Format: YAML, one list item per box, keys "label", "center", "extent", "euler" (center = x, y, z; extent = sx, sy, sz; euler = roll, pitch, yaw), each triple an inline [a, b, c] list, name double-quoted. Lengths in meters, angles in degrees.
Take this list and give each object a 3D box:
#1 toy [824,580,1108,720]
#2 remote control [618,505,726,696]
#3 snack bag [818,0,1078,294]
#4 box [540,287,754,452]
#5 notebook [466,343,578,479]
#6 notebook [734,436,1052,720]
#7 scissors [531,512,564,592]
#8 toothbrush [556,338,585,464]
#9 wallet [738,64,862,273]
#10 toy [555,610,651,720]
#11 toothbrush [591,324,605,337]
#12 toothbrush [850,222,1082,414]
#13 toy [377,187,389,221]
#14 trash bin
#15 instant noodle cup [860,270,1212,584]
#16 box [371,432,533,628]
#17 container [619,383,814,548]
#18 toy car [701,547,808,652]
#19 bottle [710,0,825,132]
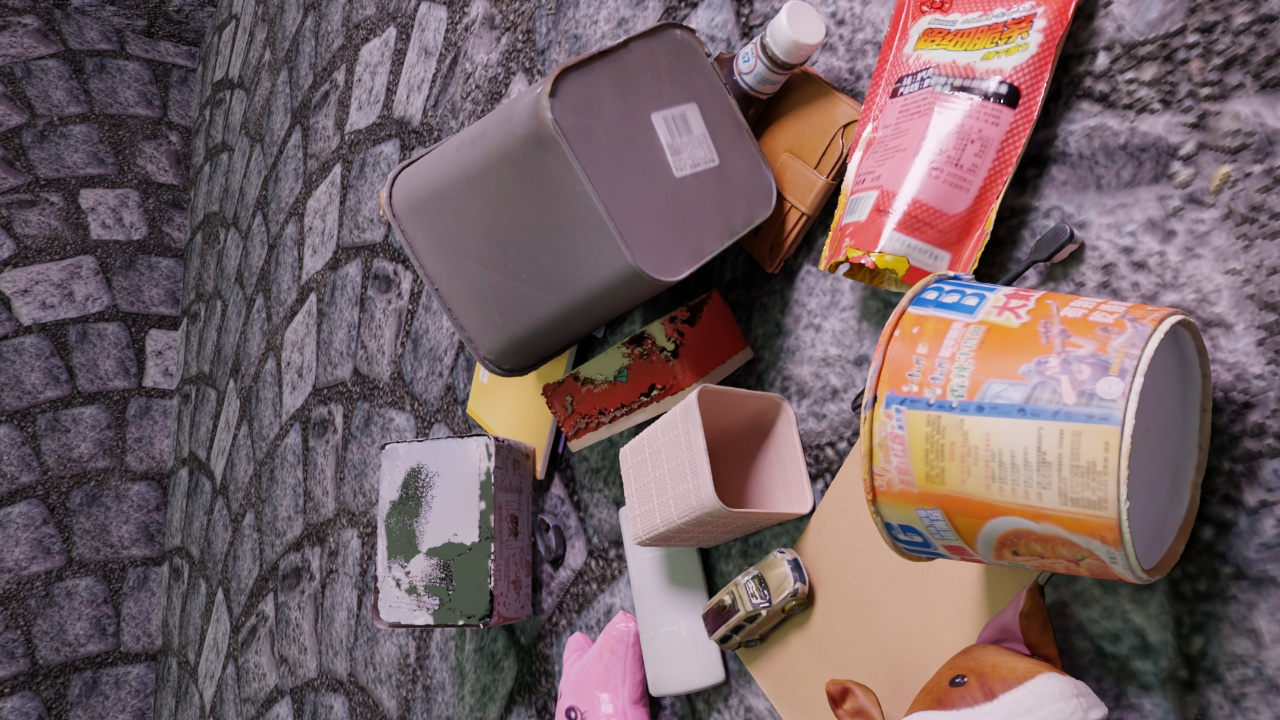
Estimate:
- label: "toy"
  center: [0.151, 0.213, 0.466]
  extent: [0.200, 0.130, 0.140]
  euler: [-40, 52, 24]
- label: "remote control"
  center: [0.023, 0.176, 0.699]
  extent: [0.058, 0.021, 0.149]
  euler: [-13, 63, 5]
- label: "snack bag"
  center: [0.182, -0.143, 0.557]
  extent: [0.129, 0.073, 0.208]
  euler: [21, 93, 49]
- label: "box"
  center: [-0.004, 0.004, 0.722]
  extent: [0.169, 0.091, 0.077]
  euler: [-29, 92, 47]
- label: "notebook"
  center: [-0.130, 0.019, 0.959]
  extent: [0.206, 0.010, 0.146]
  euler: [28, 107, 55]
- label: "notebook"
  center: [0.144, 0.156, 0.574]
  extent: [0.149, 0.012, 0.212]
  euler: [49, 120, 48]
- label: "scissors"
  center: [-0.113, 0.147, 0.920]
  extent: [0.166, 0.014, 0.163]
  euler: [0, 79, 55]
- label: "toothbrush"
  center: [-0.065, 0.008, 0.884]
  extent: [0.014, 0.016, 0.189]
  euler: [19, 99, 63]
- label: "wallet"
  center: [0.108, -0.143, 0.678]
  extent: [0.132, 0.031, 0.107]
  euler: [-61, 39, 26]
- label: "toy"
  center: [-0.026, 0.290, 0.709]
  extent: [0.179, 0.074, 0.194]
  euler: [175, 101, -66]
- label: "toothbrush"
  center: [-0.013, -0.110, 0.840]
  extent: [0.029, 0.020, 0.190]
  euler: [26, 106, 10]
- label: "toothbrush"
  center: [0.189, -0.019, 0.554]
  extent: [0.182, 0.018, 0.015]
  euler: [-48, 48, 39]
- label: "toy"
  center: [-0.138, -0.107, 0.849]
  extent: [0.226, 0.082, 0.144]
  euler: [42, 116, 7]
- label: "trash bin"
  center: [-0.040, -0.121, 0.685]
  extent: [0.220, 0.198, 0.199]
  euler: [-18, 106, 53]
- label: "instant noodle cup"
  center: [0.192, 0.033, 0.436]
  extent: [0.112, 0.151, 0.151]
  euler: [7, 87, 45]
- label: "box"
  center: [-0.167, 0.174, 0.911]
  extent: [0.158, 0.205, 0.180]
  euler: [-6, 73, 15]
- label: "container"
  center: [0.048, 0.083, 0.658]
  extent: [0.111, 0.089, 0.090]
  euler: [-38, 53, 47]
- label: "toy car"
  center: [0.079, 0.163, 0.627]
  extent: [0.091, 0.035, 0.042]
  euler: [-49, 45, 33]
- label: "bottle"
  center: [0.069, -0.199, 0.696]
  extent: [0.195, 0.044, 0.079]
  euler: [148, 131, -60]
